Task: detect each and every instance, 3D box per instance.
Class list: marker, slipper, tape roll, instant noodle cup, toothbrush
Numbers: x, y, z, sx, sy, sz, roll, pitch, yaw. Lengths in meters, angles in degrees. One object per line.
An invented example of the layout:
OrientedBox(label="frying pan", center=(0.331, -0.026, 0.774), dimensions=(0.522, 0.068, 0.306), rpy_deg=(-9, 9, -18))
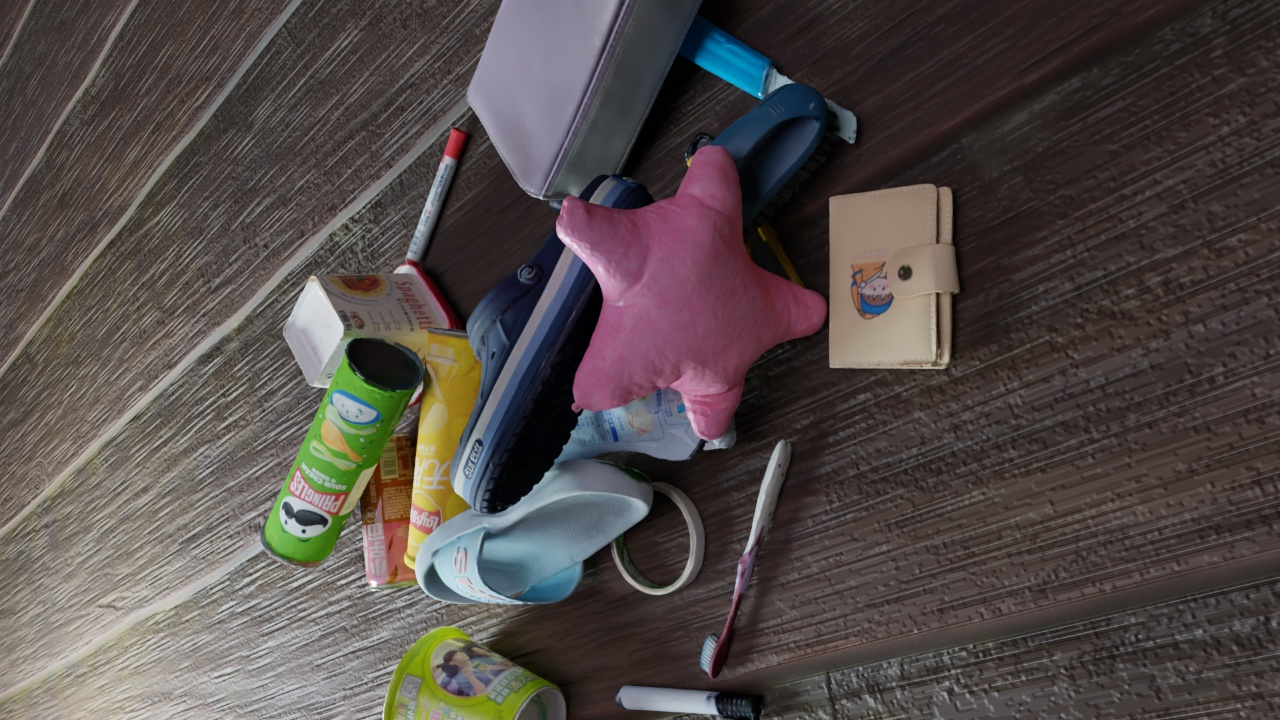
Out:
OrientedBox(label="marker", center=(0.033, 0.257, 0.686), dimensions=(0.131, 0.018, 0.022), rpy_deg=(-14, 73, 38))
OrientedBox(label="slipper", center=(-0.075, -0.017, 0.629), dimensions=(0.095, 0.105, 0.253), rpy_deg=(27, 92, 19))
OrientedBox(label="marker", center=(-0.199, -0.156, 0.891), dimensions=(0.017, 0.017, 0.145), rpy_deg=(38, 113, 34))
OrientedBox(label="tape roll", center=(0.012, 0.137, 0.710), dimensions=(0.086, 0.013, 0.086), rpy_deg=(-1, 88, 40))
OrientedBox(label="slipper", center=(-0.083, 0.150, 0.718), dimensions=(0.246, 0.104, 0.074), rpy_deg=(-35, 43, 37))
OrientedBox(label="instant noodle cup", center=(-0.133, 0.296, 0.772), dimensions=(0.124, 0.111, 0.111), rpy_deg=(8, 94, 33))
OrientedBox(label="toothbrush", center=(0.075, 0.142, 0.657), dimensions=(0.017, 0.016, 0.188), rpy_deg=(28, 107, 47))
OrientedBox(label="instant noodle cup", center=(-0.254, -0.026, 0.863), dimensions=(0.117, 0.124, 0.116), rpy_deg=(-52, 59, 27))

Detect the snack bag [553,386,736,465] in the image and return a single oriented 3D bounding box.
OrientedBox(label="snack bag", center=(-0.017, 0.023, 0.677), dimensions=(0.191, 0.038, 0.110), rpy_deg=(-10, 78, 25))

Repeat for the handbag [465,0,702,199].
OrientedBox(label="handbag", center=(-0.047, -0.240, 0.698), dimensions=(0.145, 0.098, 0.198), rpy_deg=(52, 131, 26))

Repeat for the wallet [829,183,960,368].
OrientedBox(label="wallet", center=(0.160, -0.052, 0.586), dimensions=(0.087, 0.024, 0.115), rpy_deg=(-1, 87, 39))

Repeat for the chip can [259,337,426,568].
OrientedBox(label="chip can", center=(-0.272, 0.086, 0.832), dimensions=(0.072, 0.072, 0.237), rpy_deg=(50, 121, 29))

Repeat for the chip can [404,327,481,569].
OrientedBox(label="chip can", center=(-0.166, 0.079, 0.821), dimensions=(0.072, 0.072, 0.213), rpy_deg=(10, 95, 40))

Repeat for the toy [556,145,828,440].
OrientedBox(label="toy", center=(0.017, -0.035, 0.579), dimensions=(0.178, 0.194, 0.074), rpy_deg=(-43, 29, -3))

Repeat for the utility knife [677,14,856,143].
OrientedBox(label="utility knife", center=(0.073, -0.213, 0.664), dimensions=(0.225, 0.018, 0.034), rpy_deg=(43, 121, 33))

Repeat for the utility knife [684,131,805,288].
OrientedBox(label="utility knife", center=(0.074, -0.104, 0.659), dimensions=(0.033, 0.015, 0.156), rpy_deg=(-35, 68, 17))

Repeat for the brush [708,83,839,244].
OrientedBox(label="brush", center=(0.066, -0.124, 0.612), dimensions=(0.144, 0.073, 0.055), rpy_deg=(-47, 63, 22))

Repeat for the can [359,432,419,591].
OrientedBox(label="can", center=(-0.242, 0.146, 0.892), dimensions=(0.058, 0.057, 0.147), rpy_deg=(-13, 80, 39))

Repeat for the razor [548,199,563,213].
OrientedBox(label="razor", center=(-0.037, -0.111, 0.741), dimensions=(0.143, 0.022, 0.043), rpy_deg=(38, 116, 50))
